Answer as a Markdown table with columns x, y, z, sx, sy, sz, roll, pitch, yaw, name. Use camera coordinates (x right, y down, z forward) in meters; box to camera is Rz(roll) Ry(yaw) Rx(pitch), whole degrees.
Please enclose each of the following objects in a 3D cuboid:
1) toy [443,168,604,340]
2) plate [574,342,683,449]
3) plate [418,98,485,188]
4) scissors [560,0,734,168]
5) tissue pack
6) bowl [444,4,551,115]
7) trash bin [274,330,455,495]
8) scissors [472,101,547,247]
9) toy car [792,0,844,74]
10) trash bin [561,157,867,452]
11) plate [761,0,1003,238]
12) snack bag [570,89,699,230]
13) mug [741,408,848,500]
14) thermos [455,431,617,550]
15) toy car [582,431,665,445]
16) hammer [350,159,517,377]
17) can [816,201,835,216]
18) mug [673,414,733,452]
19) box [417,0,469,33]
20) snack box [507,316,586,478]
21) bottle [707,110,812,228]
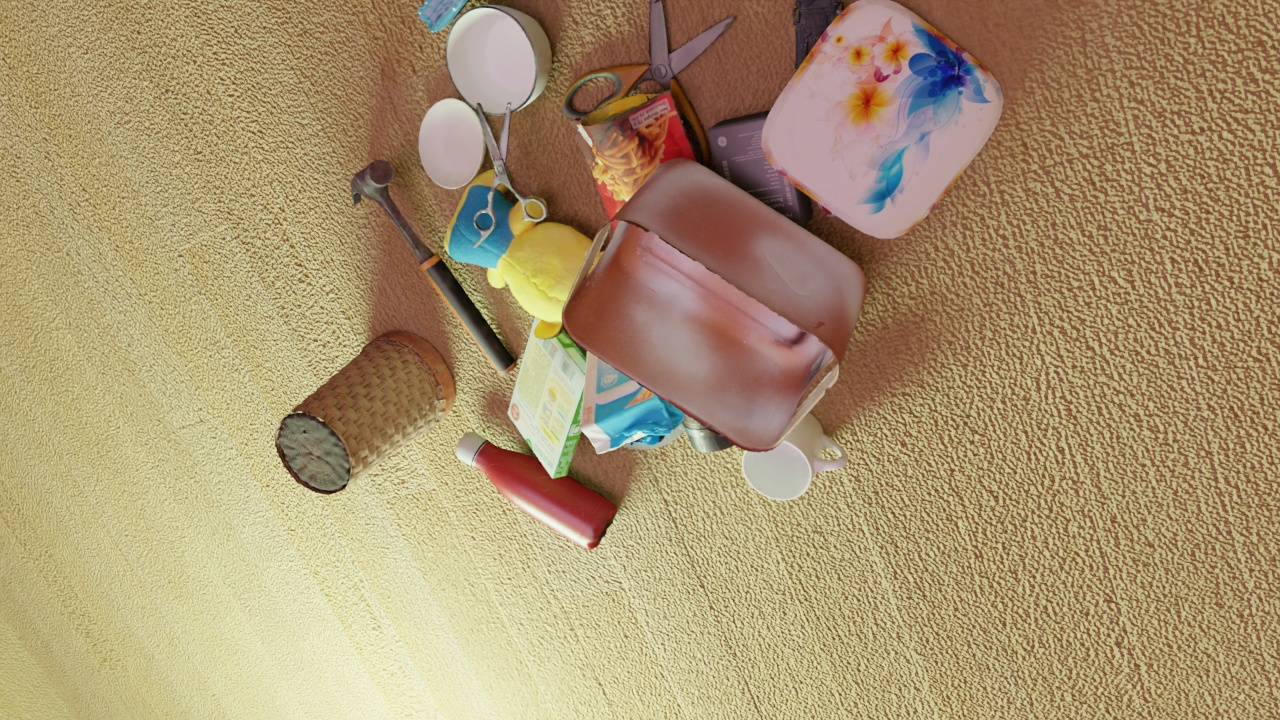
| x | y | z | sx | sy | sz | roll | pitch | yaw | name |
| --- | --- | --- | --- | --- | --- | --- | --- | --- | --- |
| -0.139 | -0.123 | 1.100 | 0.214 | 0.083 | 0.149 | 38 | 127 | 7 | toy |
| -0.018 | 0.037 | 1.164 | 0.178 | 0.012 | 0.179 | 11 | 119 | 21 | plate |
| -0.219 | -0.258 | 1.094 | 0.104 | 0.026 | 0.104 | 6 | 101 | 32 | plate |
| 0.008 | -0.291 | 0.982 | 0.229 | 0.016 | 0.225 | 2 | 116 | 25 | scissors |
| -0.006 | 0.006 | 1.038 | 0.117 | 0.208 | 0.066 | -24 | 138 | 32 | tissue pack |
| -0.148 | -0.332 | 1.007 | 0.116 | 0.065 | 0.116 | 11 | 119 | 21 | bowl |
| -0.368 | 0.068 | 1.230 | 0.151 | 0.209 | 0.151 | 11 | 118 | 20 | trash bin |
| -0.167 | -0.204 | 1.025 | 0.147 | 0.014 | 0.141 | -32 | 108 | 20 | scissors |
| 0.174 | -0.304 | 0.886 | 0.048 | 0.032 | 0.105 | 4 | 111 | 25 | toy car |
| 0.077 | -0.062 | 0.928 | 0.260 | 0.157 | 0.182 | 31 | 138 | 1 | trash bin |
| 0.227 | -0.224 | 0.866 | 0.187 | 0.016 | 0.187 | 34 | 109 | -6 | plate |
| 0.016 | -0.186 | 1.007 | 0.139 | 0.066 | 0.208 | -7 | 126 | 27 | snack bag |
| 0.184 | 0.104 | 1.055 | 0.114 | 0.087 | 0.081 | 0 | 115 | 26 | mug |
| -0.149 | 0.171 | 1.260 | 0.240 | 0.073 | 0.073 | 29 | 124 | 10 | thermos |
| -0.026 | 0.078 | 1.153 | 0.120 | 0.043 | 0.056 | 9 | 118 | 21 | toy car |
| -0.263 | -0.109 | 1.179 | 0.314 | 0.034 | 0.138 | 57 | 157 | -19 | hammer |
| 0.192 | -0.197 | 0.919 | 0.054 | 0.053 | 0.096 | -13 | 109 | 30 | can |
| 0.067 | 0.043 | 1.093 | 0.116 | 0.079 | 0.107 | 1 | 117 | 45 | mug |
| -0.165 | -0.454 | 0.911 | 0.112 | 0.094 | 0.232 | 41 | 122 | -20 | box |
| -0.114 | 0.045 | 1.169 | 0.132 | 0.027 | 0.168 | 49 | 132 | 36 | snack box |
| 0.134 | -0.170 | 0.965 | 0.084 | 0.046 | 0.174 | -5 | 112 | 28 | bottle |
